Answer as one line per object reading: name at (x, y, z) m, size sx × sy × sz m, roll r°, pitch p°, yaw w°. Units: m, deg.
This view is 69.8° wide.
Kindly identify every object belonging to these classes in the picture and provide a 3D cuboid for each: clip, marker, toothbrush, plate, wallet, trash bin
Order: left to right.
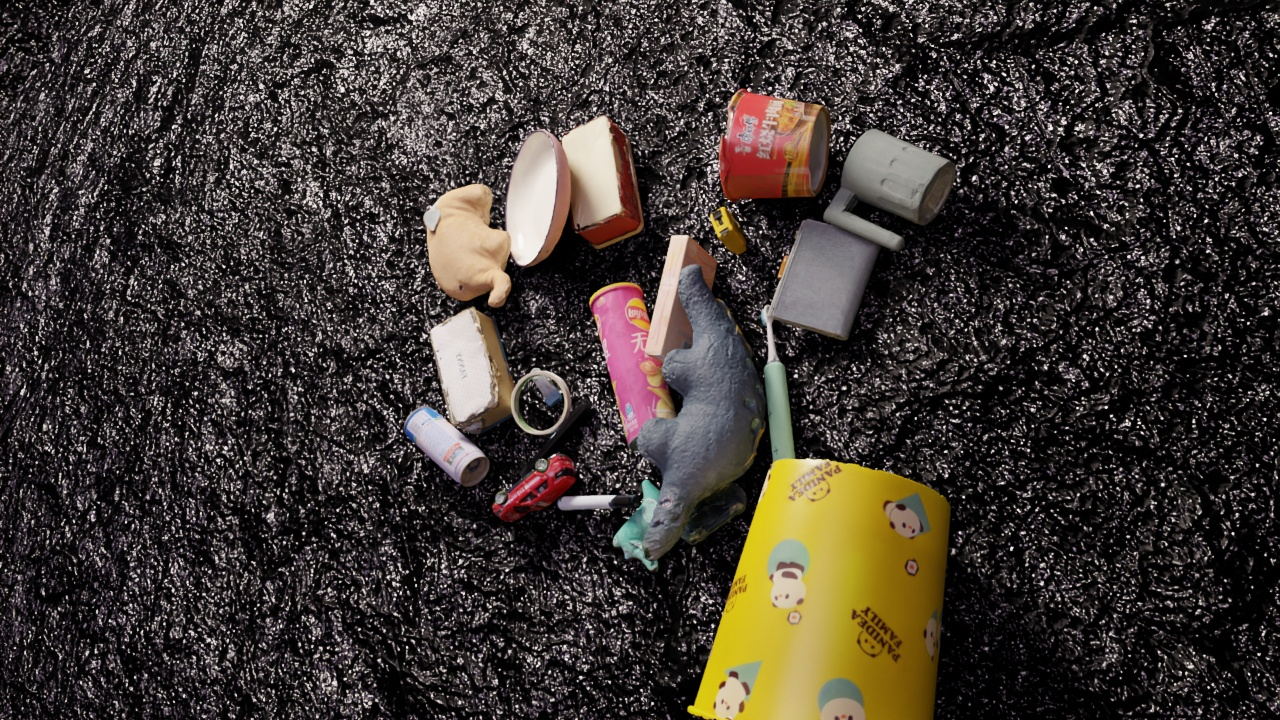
plate at (-0.140, -0.225, 1.295) m, size 0.193 × 0.039 × 0.192 m, roll -14°, pitch 74°, yaw 60°
clip at (-0.129, 0.035, 1.249) m, size 0.025 × 0.029 × 0.057 m, roll -39°, pitch 65°, yaw 17°
marker at (-0.111, 0.108, 1.213) m, size 0.022 × 0.020 × 0.132 m, roll 43°, pitch 96°, yaw 17°
marker at (-0.055, 0.176, 1.143) m, size 0.131 × 0.022 × 0.018 m, roll -9°, pitch 65°, yaw 38°
toothbrush at (0.161, 0.037, 1.087) m, size 0.027 × 0.026 × 0.224 m, roll 135°, pitch 136°, yaw -61°
wallet at (0.218, -0.098, 1.099) m, size 0.107 × 0.037 × 0.129 m, roll 18°, pitch 83°, yaw 21°
trash bin at (0.188, 0.245, 0.894) m, size 0.230 × 0.229 × 0.254 m, roll 6°, pitch 69°, yaw 30°

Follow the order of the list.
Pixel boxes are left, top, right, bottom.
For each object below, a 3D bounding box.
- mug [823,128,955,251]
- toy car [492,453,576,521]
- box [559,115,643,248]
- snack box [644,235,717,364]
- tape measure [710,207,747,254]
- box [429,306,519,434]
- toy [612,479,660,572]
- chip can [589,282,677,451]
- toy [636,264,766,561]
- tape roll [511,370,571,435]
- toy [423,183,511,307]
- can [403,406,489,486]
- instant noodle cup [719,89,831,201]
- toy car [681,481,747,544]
mug at (0.289, -0.196, 1.068) m, size 0.103 × 0.083 × 0.124 m, roll 32°, pitch 90°, yaw 31°
toy car at (-0.136, 0.168, 1.185) m, size 0.121 × 0.053 × 0.045 m, roll -38°, pitch 61°, yaw 11°
box at (-0.057, -0.253, 1.278) m, size 0.091 × 0.077 × 0.168 m, roll -19°, pitch 65°, yaw 22°
snack box at (0.053, -0.068, 1.149) m, size 0.026 × 0.084 × 0.157 m, roll 4°, pitch 74°, yaw 33°
tape measure at (0.114, -0.168, 1.166) m, size 0.029 × 0.060 × 0.057 m, roll -30°, pitch 56°, yaw 16°
box at (-0.237, 0.008, 1.296) m, size 0.090 × 0.059 × 0.184 m, roll -27°, pitch 60°, yaw 17°
toy at (0.006, 0.206, 1.109) m, size 0.092 × 0.030 × 0.096 m, roll -49°, pitch 52°, yaw 10°
chip can at (-0.007, 0.007, 1.162) m, size 0.071 × 0.071 × 0.210 m, roll -25°, pitch 62°, yaw 19°
toy at (0.076, 0.064, 1.066) m, size 0.138 × 0.092 × 0.355 m, roll 16°, pitch 72°, yaw -13°
tape roll at (-0.134, 0.057, 1.234) m, size 0.086 × 0.014 × 0.085 m, roll -1°, pitch 87°, yaw 22°
toy at (-0.247, -0.151, 1.343) m, size 0.144 × 0.082 × 0.225 m, roll -41°, pitch 60°, yaw 29°
can at (-0.269, 0.119, 1.275) m, size 0.134 × 0.053 × 0.053 m, roll 34°, pitch 90°, yaw 33°
instant noodle cup at (0.170, -0.260, 1.132) m, size 0.109 × 0.138 × 0.137 m, roll 10°, pitch 77°, yaw 21°
toy car at (0.084, 0.179, 1.074) m, size 0.090 × 0.034 × 0.043 m, roll -36°, pitch 54°, yaw -3°
